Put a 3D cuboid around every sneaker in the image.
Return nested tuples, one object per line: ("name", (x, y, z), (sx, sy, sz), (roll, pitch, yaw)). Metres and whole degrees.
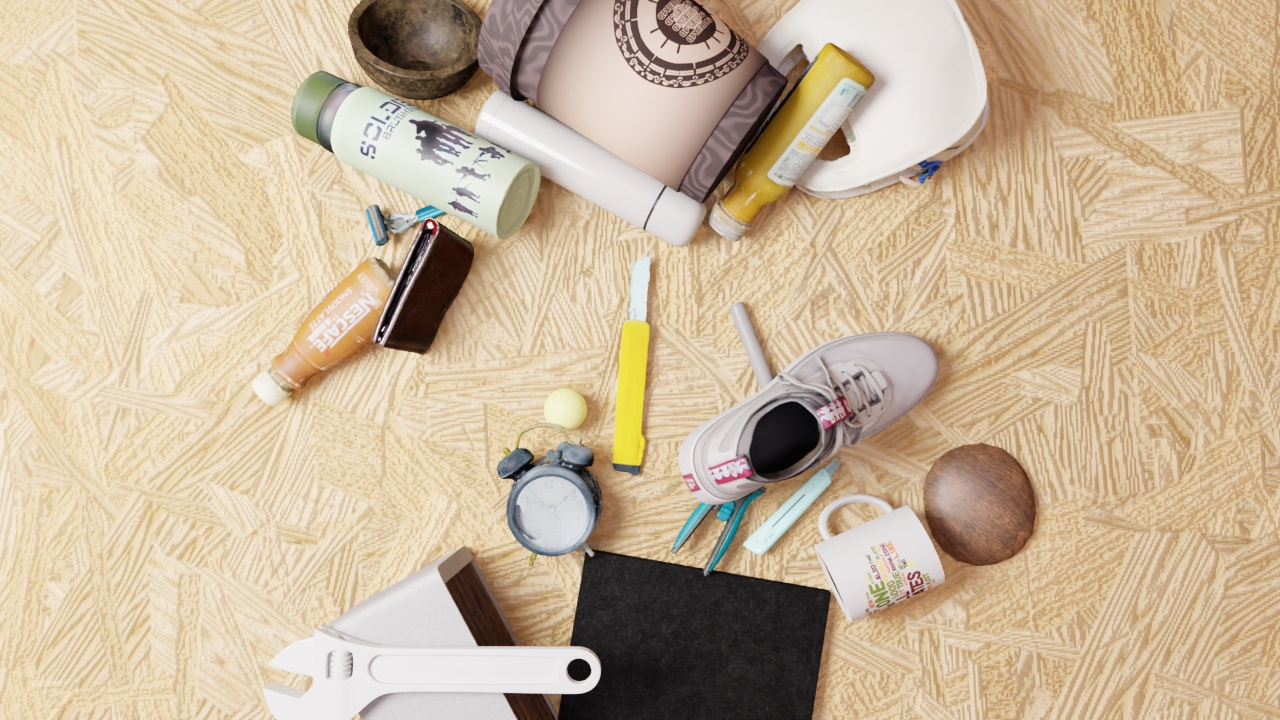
("sneaker", (0.163, 0.041, 0.793), (0.262, 0.129, 0.097), (-26, 90, -16))

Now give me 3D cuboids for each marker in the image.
("marker", (0.115, 0.012, 0.860), (0.016, 0.016, 0.140), (-21, 88, 1))

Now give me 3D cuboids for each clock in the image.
("clock", (-0.082, 0.121, 0.845), (0.090, 0.052, 0.129), (-10, 92, 2))

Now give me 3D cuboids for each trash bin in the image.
("trash bin", (-0.164, 0.301, 0.816), (0.114, 0.114, 0.229), (-29, 88, 1))

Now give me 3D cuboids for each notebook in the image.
("notebook", (0.049, 0.279, 0.856), (0.231, 0.019, 0.169), (9, 87, 2))

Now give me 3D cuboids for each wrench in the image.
("wrench", (-0.169, 0.263, 0.750), (0.273, 0.018, 0.086), (1, 89, 1))

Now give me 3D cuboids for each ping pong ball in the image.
("ping pong ball", (-0.070, 0.046, 0.855), (0.040, 0.040, 0.040), (0, 89, 2))

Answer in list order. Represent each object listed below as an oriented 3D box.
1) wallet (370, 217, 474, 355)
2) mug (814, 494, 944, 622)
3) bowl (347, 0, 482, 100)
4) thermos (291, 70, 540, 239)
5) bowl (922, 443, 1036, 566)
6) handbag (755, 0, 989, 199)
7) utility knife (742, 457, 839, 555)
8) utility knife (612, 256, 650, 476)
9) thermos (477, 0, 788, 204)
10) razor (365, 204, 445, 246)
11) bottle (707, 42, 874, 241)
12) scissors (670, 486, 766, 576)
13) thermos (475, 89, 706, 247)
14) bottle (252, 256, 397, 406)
("wallet", (-0.194, -0.064, 0.833), (0.031, 0.099, 0.120), (25, 89, 9))
("mug", (0.208, 0.170, 0.831), (0.089, 0.073, 0.105), (-24, 62, 1))
("bowl", (-0.206, -0.284, 0.851), (0.121, 0.056, 0.121), (6, 59, -9))
("thermos", (-0.208, -0.193, 0.841), (0.231, 0.082, 0.082), (26, 90, 11))
("bowl", (0.316, 0.134, 0.844), (0.102, 0.026, 0.114), (-14, 88, 2))
("handbag", (0.202, -0.245, 0.837), (0.200, 0.092, 0.200), (-23, 88, 22))
("utility knife", (0.145, 0.137, 0.858), (0.119, 0.015, 0.022), (-45, 56, -1))
("utility knife", (-0.005, 0.005, 0.864), (0.030, 0.018, 0.207), (4, 94, -4))
("thermos", (-0.001, -0.254, 0.796), (0.226, 0.172, 0.172), (36, 90, 0))
("razor", (-0.188, -0.148, 0.875), (0.144, 0.022, 0.042), (-20, 73, -3))
("bottle", (0.127, -0.188, 0.814), (0.053, 0.053, 0.187), (39, 118, 2))
("scissors", (0.085, 0.133, 0.855), (0.132, 0.019, 0.148), (-13, 82, -3))
("thermos", (-0.044, -0.176, 0.852), (0.224, 0.052, 0.052), (29, 90, 3))
("bottle", (-0.290, -0.023, 0.855), (0.167, 0.059, 0.059), (-42, 88, 1))
